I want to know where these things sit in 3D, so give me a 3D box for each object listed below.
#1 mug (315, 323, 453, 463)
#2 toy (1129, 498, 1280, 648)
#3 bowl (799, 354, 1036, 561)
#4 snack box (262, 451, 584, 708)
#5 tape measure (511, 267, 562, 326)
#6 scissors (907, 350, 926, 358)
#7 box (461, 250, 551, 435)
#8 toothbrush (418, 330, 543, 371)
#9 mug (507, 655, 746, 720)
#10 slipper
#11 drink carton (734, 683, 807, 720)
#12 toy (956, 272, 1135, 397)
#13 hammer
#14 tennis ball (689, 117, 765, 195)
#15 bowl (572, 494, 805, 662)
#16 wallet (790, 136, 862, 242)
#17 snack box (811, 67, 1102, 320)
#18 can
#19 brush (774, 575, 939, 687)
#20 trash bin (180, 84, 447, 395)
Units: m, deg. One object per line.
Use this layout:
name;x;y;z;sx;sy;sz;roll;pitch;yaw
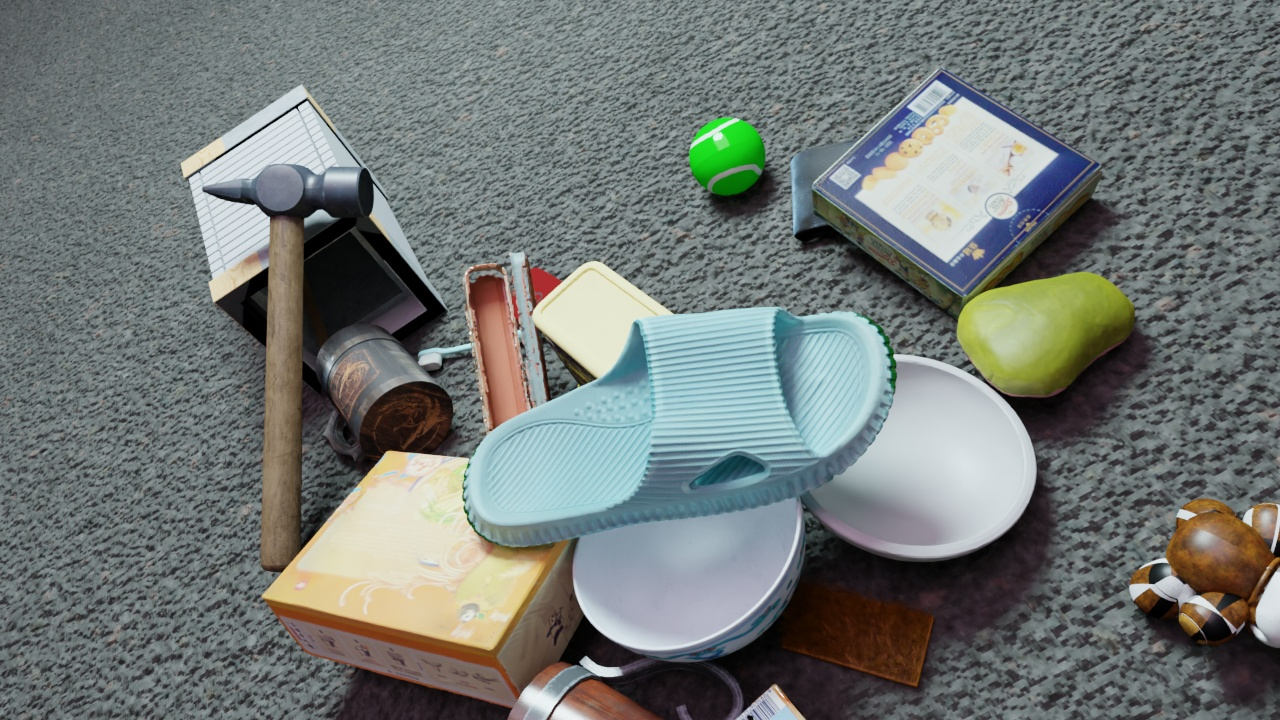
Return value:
mug;-0.225;0.041;0.770;0.107;0.080;0.116;40;104;41
toy;0.319;0.118;0.460;0.112;0.067;0.087;35;75;30
bowl;0.162;0.065;0.572;0.149;0.043;0.149;-3;49;3
snack box;-0.125;0.142;0.619;0.196;0.081;0.144;2;39;30
tape measure;-0.093;-0.053;0.808;0.051;0.019;0.059;-47;43;-10
scissors;0.119;0.046;0.636;0.179;0.015;0.198;-21;50;10
box;-0.095;0.012;0.687;0.067;0.056;0.187;-25;73;56
toothbrush;-0.114;-0.017;0.793;0.181;0.016;0.016;-13;48;17
mug;-0.005;0.217;0.526;0.111;0.081;0.117;16;55;29
slipper;0.010;0.037;0.531;0.276;0.069;0.115;-18;60;14
drink carton;0.103;0.234;0.468;0.040;0.064;0.130;-42;48;-5
toy;0.264;-0.020;0.590;0.110;0.051;0.090;-22;37;3
hammer;-0.283;0.006;0.727;0.129;0.040;0.321;1;89;2
tennis ball;0.075;-0.175;0.789;0.065;0.065;0.065;-13;51;16
bowl;0.040;0.125;0.556;0.144;0.074;0.143;-19;41;17
wallet;0.179;-0.143;0.743;0.115;0.026;0.089;-11;53;18
snack box;0.227;-0.125;0.673;0.144;0.043;0.145;-42;65;-8
can;-0.004;0.004;0.665;0.075;0.104;0.135;-43;49;-10
brush;0.108;0.157;0.555;0.126;0.017;0.048;8;59;30
trash bin;-0.318;-0.121;0.882;0.142;0.142;0.247;-34;48;-2
